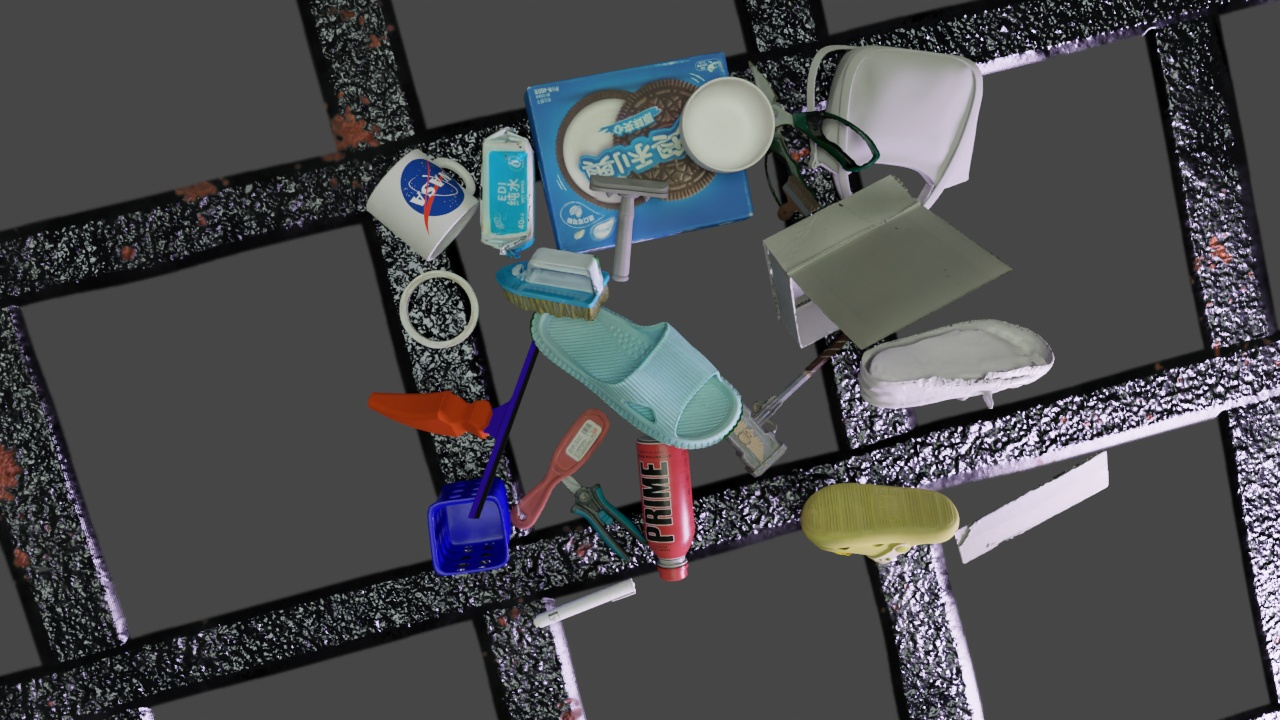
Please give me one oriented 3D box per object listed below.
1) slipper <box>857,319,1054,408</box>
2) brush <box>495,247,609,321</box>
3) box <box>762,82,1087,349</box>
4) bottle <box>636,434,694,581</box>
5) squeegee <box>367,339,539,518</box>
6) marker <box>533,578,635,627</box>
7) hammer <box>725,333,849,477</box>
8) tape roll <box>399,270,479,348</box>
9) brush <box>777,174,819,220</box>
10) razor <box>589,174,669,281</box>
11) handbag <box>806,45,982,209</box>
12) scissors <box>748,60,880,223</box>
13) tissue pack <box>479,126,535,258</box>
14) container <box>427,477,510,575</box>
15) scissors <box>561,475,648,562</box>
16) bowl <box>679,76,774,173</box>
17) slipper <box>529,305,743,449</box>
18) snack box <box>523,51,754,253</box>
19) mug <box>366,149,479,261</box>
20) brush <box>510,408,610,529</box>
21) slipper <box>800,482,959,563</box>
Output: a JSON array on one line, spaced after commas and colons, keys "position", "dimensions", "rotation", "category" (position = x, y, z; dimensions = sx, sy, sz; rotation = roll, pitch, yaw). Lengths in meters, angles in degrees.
[{"position": [0.388, 0.011, 1.130], "dimensions": [0.246, 0.075, 0.112], "rotation": [-10, 65, -6], "category": "slipper"}, {"position": [-0.107, -0.094, 1.056], "dimensions": [0.136, 0.075, 0.055], "rotation": [10, 50, 21], "category": "brush"}, {"position": [0.243, -0.107, 0.890], "dimensions": [0.167, 0.506, 0.148], "rotation": [-28, 92, -2], "category": "box"}, {"position": [0.033, 0.179, 1.116], "dimensions": [0.062, 0.062, 0.176], "rotation": [-6, 95, -5], "category": "bottle"}, {"position": [-0.231, 0.062, 1.075], "dimensions": [0.185, 0.055, 0.249], "rotation": [9, 58, 12], "category": "squeegee"}, {"position": [-0.069, 0.303, 1.139], "dimensions": [0.133, 0.017, 0.020], "rotation": [-21, 95, -3], "category": "marker"}, {"position": [0.224, -0.002, 1.132], "dimensions": [0.322, 0.044, 0.098], "rotation": [-43, 97, -3], "category": "hammer"}, {"position": [-0.240, -0.061, 1.096], "dimensions": [0.093, 0.013, 0.093], "rotation": [0, 94, -6], "category": "tape roll"}, {"position": [0.175, -0.178, 1.058], "dimensions": [0.008, 0.143, 0.045], "rotation": [-39, 88, -3], "category": "brush"}, {"position": [-0.018, -0.148, 1.042], "dimensions": [0.088, 0.047, 0.116], "rotation": [5, 103, -6], "category": "razor"}, {"position": [0.294, -0.260, 1.110], "dimensions": [0.216, 0.095, 0.223], "rotation": [7, 106, -3], "category": "handbag"}, {"position": [0.167, -0.255, 1.098], "dimensions": [0.209, 0.015, 0.155], "rotation": [37, 124, 8], "category": "scissors"}, {"position": [-0.153, -0.189, 1.053], "dimensions": [0.061, 0.093, 0.144], "rotation": [0, 94, -3], "category": "tissue pack"}, {"position": [-0.196, 0.189, 1.069], "dimensions": [0.084, 0.113, 0.085], "rotation": [-6, 95, -5], "category": "container"}, {"position": [-0.046, 0.183, 1.131], "dimensions": [0.139, 0.019, 0.129], "rotation": [2, 88, -3], "category": "scissors"}, {"position": [0.093, -0.262, 1.033], "dimensions": [0.105, 0.054, 0.105], "rotation": [-1, 96, -10], "category": "bowl"}, {"position": [-0.006, 0.006, 1.069], "dimensions": [0.276, 0.069, 0.115], "rotation": [33, 76, 5], "category": "slipper"}, {"position": [-0.001, -0.240, 1.081], "dimensions": [0.239, 0.056, 0.195], "rotation": [-12, 96, -5], "category": "snack box"}, {"position": [-0.240, -0.186, 1.055], "dimensions": [0.090, 0.091, 0.121], "rotation": [41, 55, -7], "category": "mug"}, {"position": [-0.097, 0.131, 1.111], "dimensions": [0.041, 0.030, 0.172], "rotation": [38, 87, 4], "category": "brush"}, {"position": [0.294, 0.205, 1.141], "dimensions": [0.190, 0.091, 0.082], "rotation": [-3, 135, 4], "category": "slipper"}]
